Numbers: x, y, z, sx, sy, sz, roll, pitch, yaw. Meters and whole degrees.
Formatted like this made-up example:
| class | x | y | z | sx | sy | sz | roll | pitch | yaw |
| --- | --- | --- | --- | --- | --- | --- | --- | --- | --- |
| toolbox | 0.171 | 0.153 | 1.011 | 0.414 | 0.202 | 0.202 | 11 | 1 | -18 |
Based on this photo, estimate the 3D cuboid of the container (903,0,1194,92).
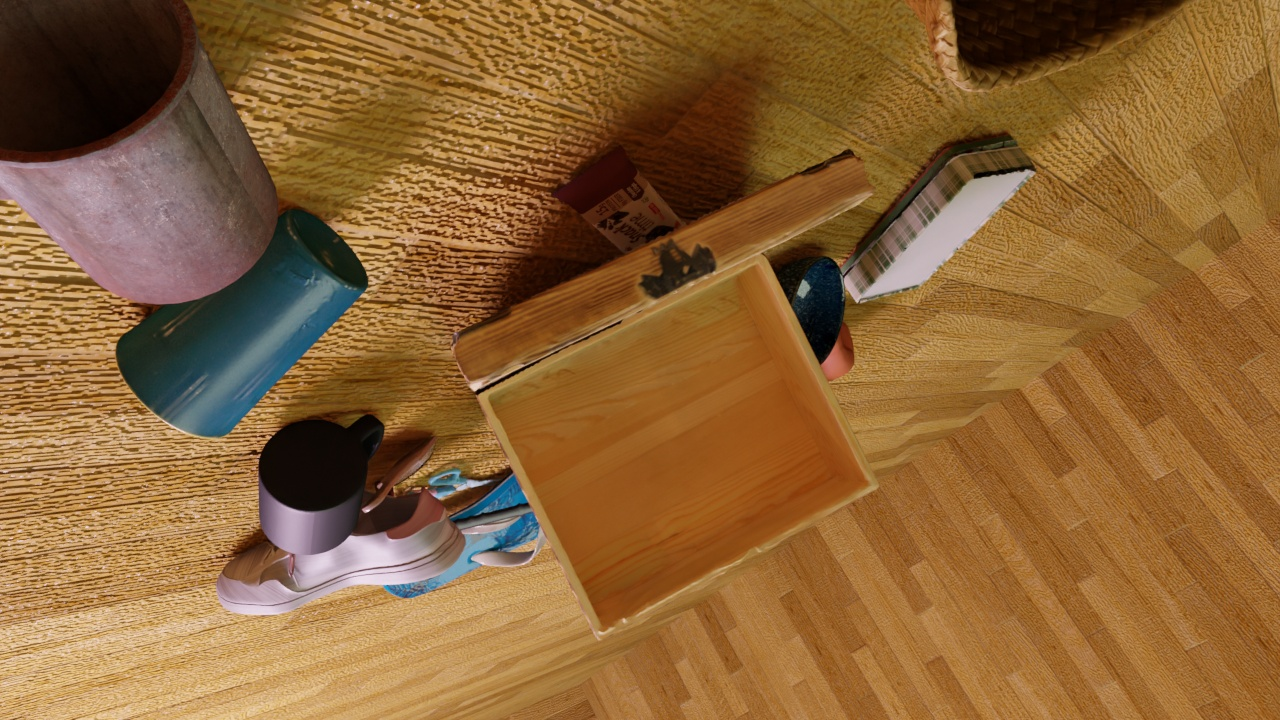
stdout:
| class | x | y | z | sx | sy | sz | roll | pitch | yaw |
| --- | --- | --- | --- | --- | --- | --- | --- | --- | --- |
| container | 0.148 | -0.262 | 0.253 | 0.306 | 0.196 | 0.307 | -27 | 159 | -11 |

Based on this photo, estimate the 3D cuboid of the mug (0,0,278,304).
| class | x | y | z | sx | sy | sz | roll | pitch | yaw |
| --- | --- | --- | --- | --- | --- | --- | --- | --- | --- |
| mug | -0.217 | -0.081 | 0.357 | 0.123 | 0.096 | 0.110 | -7 | 151 | -6 |

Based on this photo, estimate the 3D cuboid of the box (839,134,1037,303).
| class | x | y | z | sx | sy | sz | roll | pitch | yaw |
| --- | --- | --- | --- | --- | --- | --- | --- | --- | --- |
| box | 0.301 | -0.143 | 0.951 | 0.117 | 0.051 | 0.206 | -14 | 154 | -30 |

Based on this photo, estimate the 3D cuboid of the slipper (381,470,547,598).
| class | x | y | z | sx | sy | sz | roll | pitch | yaw |
| --- | --- | --- | --- | --- | --- | --- | --- | --- | --- |
| slipper | -0.150 | 0.189 | 1.028 | 0.294 | 0.060 | 0.118 | -30 | 136 | -9 |

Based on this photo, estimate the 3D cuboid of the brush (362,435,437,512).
| class | x | y | z | sx | sy | sz | roll | pitch | yaw |
| --- | --- | --- | --- | --- | --- | --- | --- | --- | --- |
| brush | -0.207 | 0.103 | 0.788 | 0.050 | 0.015 | 0.135 | -35 | -170 | 10 |

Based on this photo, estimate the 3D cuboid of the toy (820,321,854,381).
| class | x | y | z | sx | sy | sz | roll | pitch | yaw |
| --- | --- | --- | --- | --- | --- | --- | --- | --- | --- |
| toy | 0.198 | 0.024 | 1.136 | 0.176 | 0.096 | 0.112 | -63 | 153 | 5 |

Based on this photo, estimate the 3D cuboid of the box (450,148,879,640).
| class | x | y | z | sx | sy | sz | roll | pitch | yaw |
| --- | --- | --- | --- | --- | --- | --- | --- | --- | --- |
| box | 0.032 | 0.033 | 0.688 | 0.279 | 0.286 | 0.337 | -27 | 179 | -8 |

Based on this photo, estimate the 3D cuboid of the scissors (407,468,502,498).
| class | x | y | z | sx | sy | sz | roll | pitch | yaw |
| --- | --- | --- | --- | --- | --- | --- | --- | --- | --- |
| scissors | -0.188 | 0.127 | 0.981 | 0.076 | 0.015 | 0.141 | -44 | 162 | 28 |

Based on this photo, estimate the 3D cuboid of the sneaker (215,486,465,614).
| class | x | y | z | sx | sy | sz | roll | pitch | yaw |
| --- | --- | --- | --- | --- | --- | --- | --- | --- | --- |
| sneaker | -0.284 | 0.160 | 0.835 | 0.236 | 0.089 | 0.099 | -13 | -157 | 4 |

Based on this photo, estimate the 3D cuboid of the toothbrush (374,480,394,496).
| class | x | y | z | sx | sy | sz | roll | pitch | yaw |
| --- | --- | --- | --- | --- | --- | --- | --- | --- | --- |
| toothbrush | -0.259 | 0.161 | 0.949 | 0.016 | 0.016 | 0.190 | -17 | 157 | -19 |

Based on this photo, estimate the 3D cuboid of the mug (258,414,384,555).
| class | x | y | z | sx | sy | sz | roll | pitch | yaw |
| --- | --- | --- | --- | --- | --- | --- | --- | --- | --- |
| mug | -0.249 | 0.090 | 0.731 | 0.113 | 0.078 | 0.088 | -49 | 174 | -38 |

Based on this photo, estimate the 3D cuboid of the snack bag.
| class | x | y | z | sx | sy | sz | roll | pitch | yaw |
| --- | --- | --- | --- | --- | --- | --- | --- | --- | --- |
| snack bag | -0.009 | -0.107 | 0.669 | 0.057 | 0.013 | 0.158 | -32 | 159 | 10 |

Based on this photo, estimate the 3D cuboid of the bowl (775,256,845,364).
| class | x | y | z | sx | sy | sz | roll | pitch | yaw |
| --- | --- | --- | --- | --- | --- | --- | --- | --- | --- |
| bowl | 0.155 | -0.051 | 0.929 | 0.114 | 0.061 | 0.114 | -18 | 114 | -48 |

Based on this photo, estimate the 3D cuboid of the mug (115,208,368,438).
| class | x | y | z | sx | sy | sz | roll | pitch | yaw |
| --- | --- | --- | --- | --- | --- | --- | --- | --- | --- |
| mug | -0.214 | -0.023 | 0.508 | 0.121 | 0.078 | 0.078 | -39 | 158 | 9 |

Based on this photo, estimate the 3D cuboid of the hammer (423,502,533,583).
| class | x | y | z | sx | sy | sz | roll | pitch | yaw |
| --- | --- | --- | --- | --- | --- | --- | --- | --- | --- |
| hammer | -0.087 | 0.156 | 0.980 | 0.324 | 0.015 | 0.095 | -12 | 113 | -16 |
